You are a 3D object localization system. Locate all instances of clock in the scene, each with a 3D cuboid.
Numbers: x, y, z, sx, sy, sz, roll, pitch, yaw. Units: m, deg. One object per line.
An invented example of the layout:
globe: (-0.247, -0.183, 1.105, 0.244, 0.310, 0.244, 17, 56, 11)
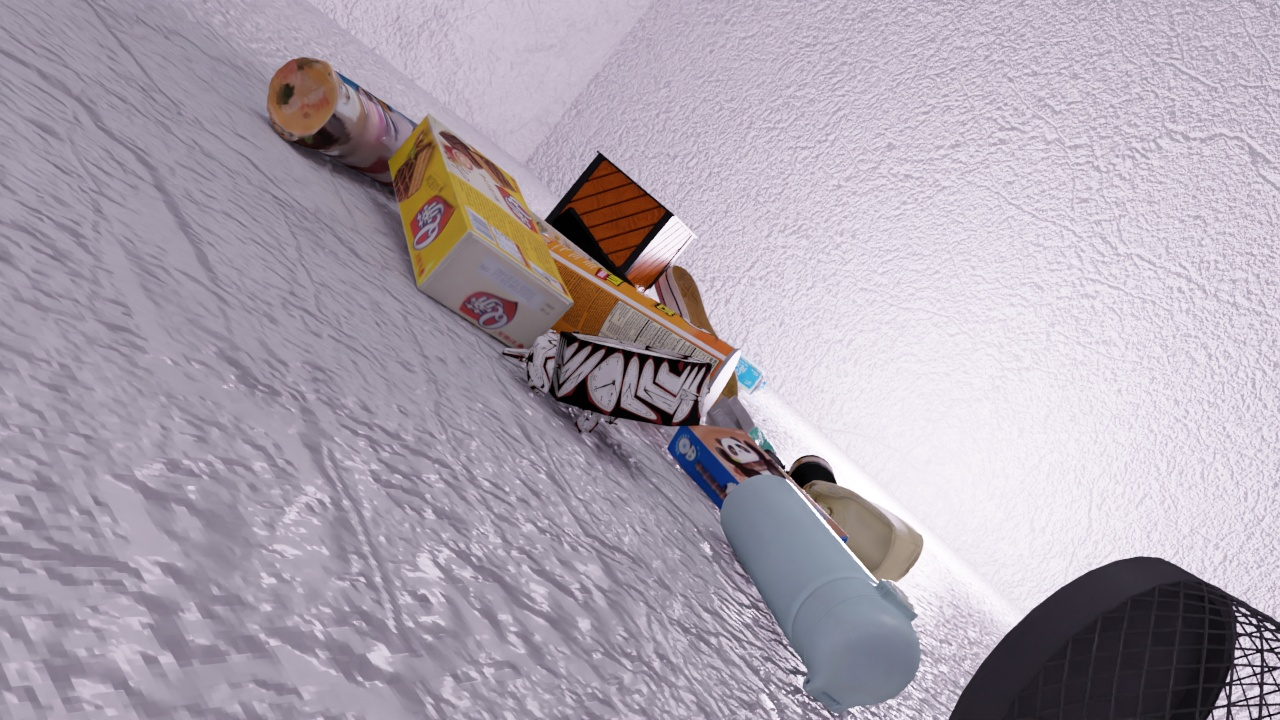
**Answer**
clock: (-0.029, 0.017, 0.674, 0.155, 0.065, 0.114, 12, 4, 9)

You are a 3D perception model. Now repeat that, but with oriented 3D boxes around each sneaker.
sneaker: (0.062, -0.020, 1.313, 0.118, 0.088, 0.240, 15, 48, -49)

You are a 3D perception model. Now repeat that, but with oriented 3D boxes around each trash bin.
trash bin: (0.283, 0.231, 0.410, 0.217, 0.218, 0.227, 36, 5, -34)
trash bin: (-0.043, -0.160, 1.258, 0.139, 0.172, 0.139, 42, 7, 14)

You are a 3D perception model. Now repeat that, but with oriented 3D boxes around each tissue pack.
tissue pack: (0.209, 0.017, 1.974, 0.144, 0.062, 0.092, 38, 9, 2)

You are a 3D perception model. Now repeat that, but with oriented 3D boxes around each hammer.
hammer: (0.015, -0.037, 1.044, 0.328, 0.039, 0.131, 50, -3, -6)

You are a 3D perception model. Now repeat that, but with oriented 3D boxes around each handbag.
handbag: (0.224, 0.181, 0.956, 0.111, 0.081, 0.119, 36, 5, 33)

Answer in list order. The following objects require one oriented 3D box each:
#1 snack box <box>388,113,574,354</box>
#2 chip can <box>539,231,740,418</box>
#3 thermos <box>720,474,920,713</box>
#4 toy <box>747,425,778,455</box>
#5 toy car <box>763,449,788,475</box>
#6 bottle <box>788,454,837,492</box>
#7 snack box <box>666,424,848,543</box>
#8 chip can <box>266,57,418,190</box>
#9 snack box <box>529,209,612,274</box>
snack box: (-0.138, -0.112, 0.768, 0.110, 0.062, 0.230, 34, 17, -37)
chip can: (-0.020, -0.033, 0.834, 0.215, 0.075, 0.075, 32, 5, 12)
thermos: (0.109, 0.141, 0.593, 0.065, 0.078, 0.207, 43, 4, -18)
toy: (0.153, 0.112, 1.197, 0.105, 0.033, 0.085, 34, 20, -51)
toy car: (0.150, 0.124, 1.079, 0.046, 0.034, 0.112, 43, 7, 18)
bottle: (0.207, 0.152, 1.106, 0.059, 0.059, 0.181, 41, 7, 6)
snack box: (0.098, 0.113, 0.790, 0.087, 0.034, 0.151, 10, 27, -44)
chip can: (-0.248, -0.206, 0.865, 0.080, 0.080, 0.229, 42, 7, 15)
snack box: (-0.118, -0.118, 0.982, 0.147, 0.041, 0.143, 37, -9, -21)
